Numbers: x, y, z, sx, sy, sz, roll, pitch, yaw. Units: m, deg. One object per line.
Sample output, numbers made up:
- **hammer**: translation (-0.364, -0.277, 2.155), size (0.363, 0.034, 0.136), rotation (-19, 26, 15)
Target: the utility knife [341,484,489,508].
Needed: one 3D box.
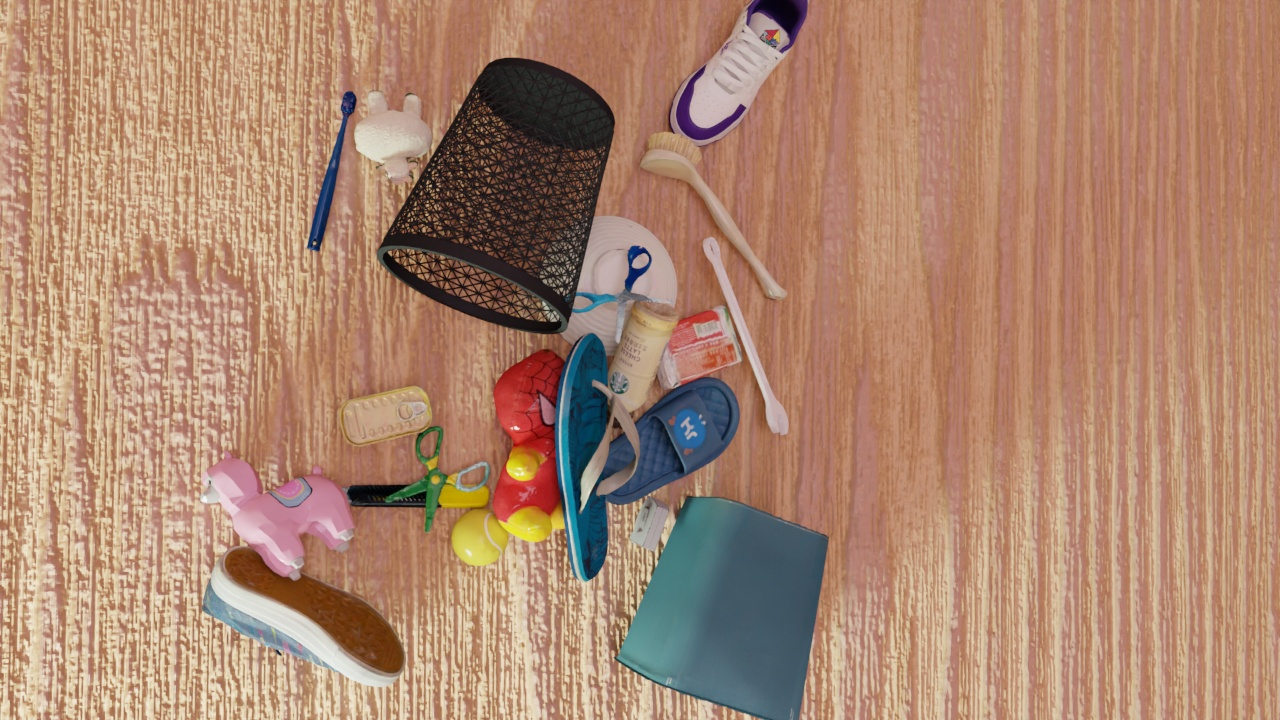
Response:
- **utility knife**: translation (-0.264, 0.158, 1.069), size (0.174, 0.020, 0.028), rotation (4, 67, -15)

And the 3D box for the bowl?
- **bowl**: translation (-0.030, -0.095, 1.116), size (0.177, 0.071, 0.177), rotation (1, 88, -16)

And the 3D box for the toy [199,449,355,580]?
- **toy**: translation (-0.395, 0.158, 1.004), size (0.123, 0.067, 0.157), rotation (-31, 76, -37)

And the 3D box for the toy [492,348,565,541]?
- **toy**: translation (-0.120, 0.094, 1.062), size (0.099, 0.147, 0.216), rotation (0, 90, 11)

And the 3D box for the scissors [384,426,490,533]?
- **scissors**: translation (-0.231, 0.139, 1.068), size (0.127, 0.011, 0.125), rotation (8, 72, -11)

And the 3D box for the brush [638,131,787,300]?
- **brush**: translation (0.100, -0.180, 1.168), size (0.077, 0.062, 0.272), rotation (-44, 104, -7)

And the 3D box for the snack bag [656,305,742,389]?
- **snack bag**: translation (0.067, -0.017, 1.147), size (0.115, 0.036, 0.077), rotation (-21, 95, -29)

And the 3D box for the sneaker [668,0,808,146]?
- **sneaker**: translation (0.133, -0.375, 1.148), size (0.092, 0.111, 0.244), rotation (36, 80, -12)

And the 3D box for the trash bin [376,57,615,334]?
- **trash bin**: translation (-0.143, -0.185, 1.023), size (0.217, 0.217, 0.243), rotation (22, 76, -14)

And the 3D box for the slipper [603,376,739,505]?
- **slipper**: translation (0.037, 0.105, 1.137), size (0.213, 0.059, 0.104), rotation (-34, 100, -12)

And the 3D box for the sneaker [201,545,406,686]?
- **sneaker**: translation (-0.372, 0.295, 1.016), size (0.235, 0.087, 0.079), rotation (36, 111, -14)

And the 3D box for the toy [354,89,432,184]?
- **toy**: translation (-0.284, -0.255, 1.057), size (0.087, 0.050, 0.112), rotation (-6, 94, -16)

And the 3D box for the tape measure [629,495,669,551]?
- **tape measure**: translation (0.010, 0.200, 1.125), size (0.020, 0.060, 0.062), rotation (23, 83, -14)

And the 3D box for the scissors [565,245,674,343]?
- **scissors**: translation (-0.022, -0.079, 1.052), size (0.127, 0.014, 0.132), rotation (8, 64, 16)

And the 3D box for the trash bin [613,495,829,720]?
- **trash bin**: translation (0.106, 0.289, 1.092), size (0.199, 0.197, 0.218), rotation (23, 76, -15)

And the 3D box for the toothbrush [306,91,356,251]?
- **toothbrush**: translation (-0.354, -0.219, 1.053), size (0.016, 0.017, 0.190), rotation (13, 85, -15)

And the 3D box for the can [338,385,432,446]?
- **can**: translation (-0.289, 0.062, 1.043), size (0.099, 0.059, 0.054), rotation (-13, 92, -16)

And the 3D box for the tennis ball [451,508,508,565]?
- **tennis ball**: translation (-0.186, 0.205, 1.066), size (0.065, 0.065, 0.065), rotation (0, 88, -16)

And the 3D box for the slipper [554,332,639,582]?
- **slipper**: translation (-0.048, 0.117, 1.047), size (0.060, 0.118, 0.295), rotation (5, 105, 25)

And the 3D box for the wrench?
- **wrench**: translation (0.135, -0.028, 1.169), size (0.047, 0.009, 0.273), rotation (-38, 108, -59)

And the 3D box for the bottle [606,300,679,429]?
- **bottle**: translation (-0.006, 0.006, 1.096), size (0.056, 0.056, 0.162), rotation (14, 116, -15)
